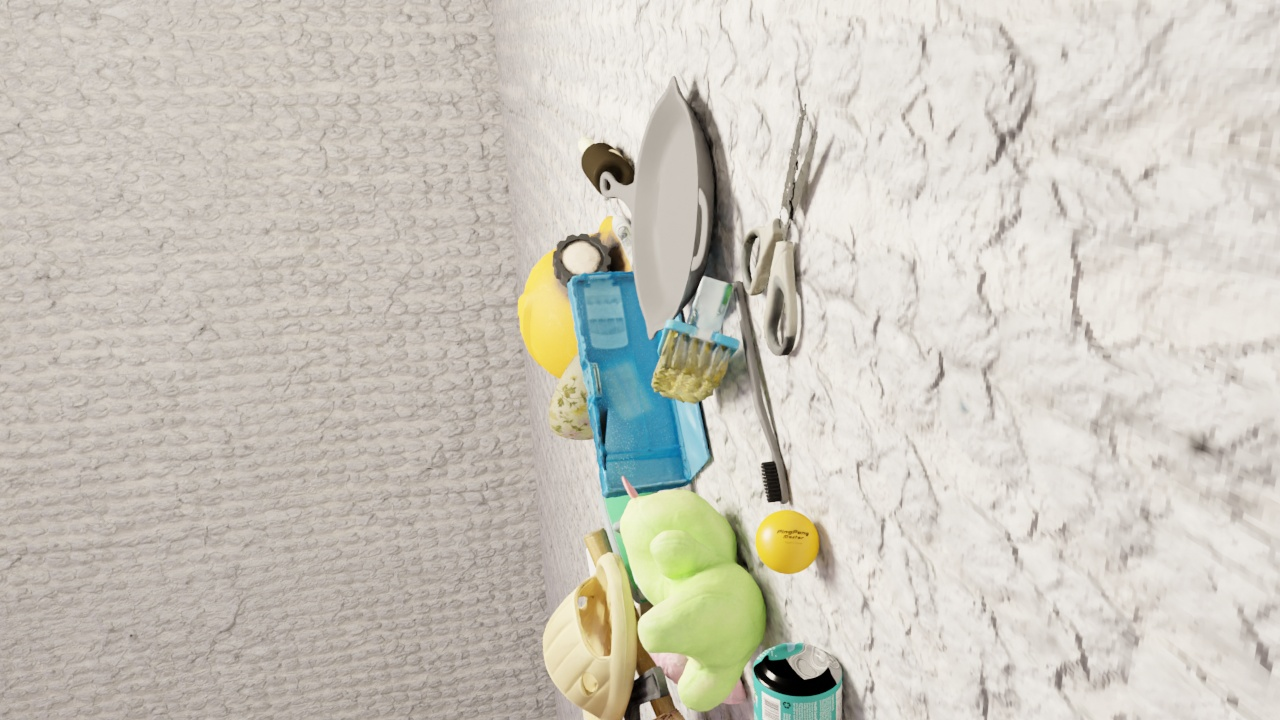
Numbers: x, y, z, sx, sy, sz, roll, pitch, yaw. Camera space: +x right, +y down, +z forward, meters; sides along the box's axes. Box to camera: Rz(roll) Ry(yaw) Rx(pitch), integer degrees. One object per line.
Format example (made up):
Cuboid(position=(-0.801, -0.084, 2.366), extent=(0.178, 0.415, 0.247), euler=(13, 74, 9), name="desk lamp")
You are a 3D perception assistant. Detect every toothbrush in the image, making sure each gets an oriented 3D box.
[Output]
Cuboid(position=(0.083, 0.020, 0.651), extent=(0.013, 0.013, 0.167), euler=(111, 153, -69), name="toothbrush")
Cuboid(position=(-0.019, -0.148, 1.037), extent=(0.022, 0.024, 0.185), euler=(-48, 32, 17), name="toothbrush")

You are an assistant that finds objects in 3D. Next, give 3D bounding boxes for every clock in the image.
Cuboid(position=(0.007, 0.178, 0.958), extent=(0.161, 0.075, 0.122), euler=(-110, 0, -84), name="clock")

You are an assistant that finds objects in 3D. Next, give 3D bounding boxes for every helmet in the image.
Cuboid(position=(-0.087, -0.060, 1.151), extent=(0.256, 0.131, 0.205), euler=(104, 157, -63), name="helmet")

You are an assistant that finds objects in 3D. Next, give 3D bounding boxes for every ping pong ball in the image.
Cuboid(position=(0.093, 0.115, 0.580), extent=(0.040, 0.040, 0.040), euler=(173, 91, -79), name="ping pong ball")

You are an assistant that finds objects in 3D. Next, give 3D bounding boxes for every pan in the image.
Cuboid(position=(0.011, -0.140, 0.825), extent=(0.354, 0.024, 0.217), euler=(-132, 44, -67), name="pan")

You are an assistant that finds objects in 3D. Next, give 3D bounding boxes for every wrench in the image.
Cuboid(position=(-0.001, 0.318, 0.878), extent=(0.274, 0.018, 0.073), euler=(109, 147, -65), name="wrench")

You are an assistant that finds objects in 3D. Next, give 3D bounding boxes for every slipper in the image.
Cuboid(position=(-0.053, 0.294, 0.891), extent=(0.111, 0.079, 0.262), euler=(-109, 19, -45), name="slipper")

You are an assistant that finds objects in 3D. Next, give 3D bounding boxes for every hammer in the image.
Cuboid(position=(0.012, 0.334, 0.958), extent=(0.132, 0.033, 0.330), euler=(126, 122, -77), name="hammer")

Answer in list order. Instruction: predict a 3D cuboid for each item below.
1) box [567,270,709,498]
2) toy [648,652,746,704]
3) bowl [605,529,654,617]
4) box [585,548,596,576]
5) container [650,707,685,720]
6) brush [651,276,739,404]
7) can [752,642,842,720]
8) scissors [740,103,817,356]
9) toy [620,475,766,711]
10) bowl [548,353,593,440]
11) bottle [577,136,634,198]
Cuboid(position=(-0.004, 0.005, 0.883), extent=(0.112, 0.094, 0.231), euler=(118, 145, -67), name="box")
Cuboid(position=(0.053, 0.267, 0.808), extent=(0.096, 0.099, 0.053), euler=(40, 100, 41), name="toy")
Cuboid(position=(0.001, 0.258, 1.079), extent=(0.152, 0.050, 0.152), euler=(172, 90, -74), name="bowl")
Cuboid(position=(-0.029, 0.302, 1.214), extent=(0.136, 0.084, 0.147), euler=(156, 106, -71), name="box")
Cuboid(position=(0.028, 0.425, 0.795), extent=(0.198, 0.113, 0.113), euler=(44, 144, 48), name="container")
Cuboid(position=(0.043, -0.011, 0.723), extent=(0.136, 0.055, 0.075), euler=(105, -178, -78), name="brush")
Cuboid(position=(0.099, 0.234, 0.579), extent=(0.055, 0.055, 0.102), euler=(-130, 35, -70), name="can")
Cuboid(position=(0.089, -0.070, 0.563), extent=(0.165, 0.012, 0.150), euler=(156, 106, -77), name="scissors")
Cuboid(position=(0.042, 0.176, 0.748), extent=(0.196, 0.107, 0.150), euler=(-98, -16, -57), name="toy")
Cuboid(position=(-0.029, 0.039, 1.009), extent=(0.063, 0.144, 0.145), euler=(33, 142, 25), name="bowl")
Cuboid(position=(-0.049, -0.234, 1.073), extent=(0.184, 0.045, 0.045), euler=(-119, 24, -62), name="bottle")
